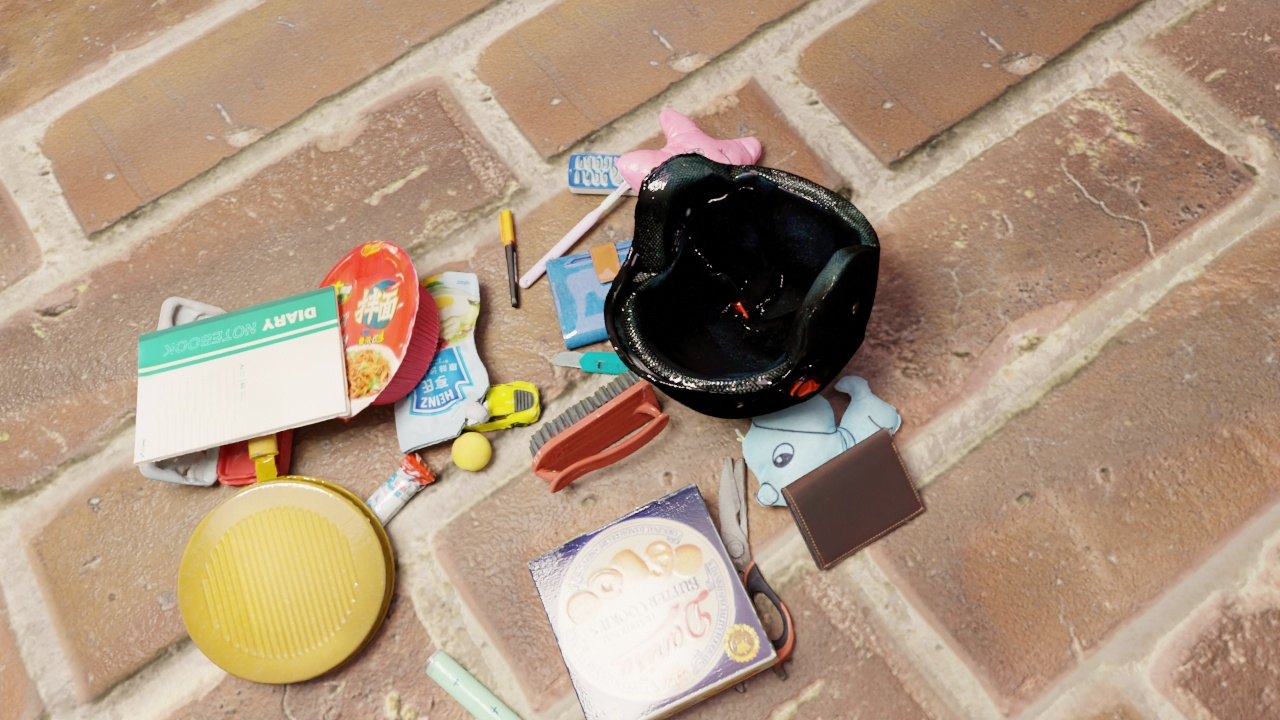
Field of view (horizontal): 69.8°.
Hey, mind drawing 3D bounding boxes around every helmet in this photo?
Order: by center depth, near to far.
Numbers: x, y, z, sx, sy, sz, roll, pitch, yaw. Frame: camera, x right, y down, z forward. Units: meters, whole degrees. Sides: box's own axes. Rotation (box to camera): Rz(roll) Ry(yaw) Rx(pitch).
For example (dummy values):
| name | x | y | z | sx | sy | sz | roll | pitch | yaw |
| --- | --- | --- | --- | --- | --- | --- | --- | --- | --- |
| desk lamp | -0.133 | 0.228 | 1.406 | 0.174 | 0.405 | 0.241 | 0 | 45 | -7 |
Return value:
| name | x | y | z | sx | sy | sz | roll | pitch | yaw |
| --- | --- | --- | --- | --- | --- | --- | --- | --- | --- |
| helmet | 0.099 | -0.055 | 0.881 | 0.274 | 0.230 | 0.233 | -44 | 58 | -13 |

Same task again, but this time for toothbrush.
| name | x | y | z | sx | sy | sz | roll | pitch | yaw |
| --- | --- | --- | --- | --- | --- | --- | --- | --- | --- |
| toothbrush | -0.113 | 0.346 | 0.847 | 0.224 | 0.027 | 0.027 | 35 | 53 | 17 |
| toothbrush | -0.065 | -0.148 | 1.031 | 0.189 | 0.021 | 0.029 | -44 | 111 | -2 |

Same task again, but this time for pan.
| name | x | y | z | sx | sy | sz | roll | pitch | yaw |
| --- | --- | --- | --- | --- | --- | --- | --- | --- | --- |
| pan | -0.362 | 0.136 | 0.906 | 0.197 | 0.078 | 0.357 | -14 | 85 | -9 |

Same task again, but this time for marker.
| name | x | y | z | sx | sy | sz | roll | pitch | yaw |
| --- | --- | --- | --- | --- | --- | --- | --- | --- | --- |
| marker | -0.148 | -0.116 | 1.038 | 0.015 | 0.018 | 0.123 | -9 | 69 | 0 |

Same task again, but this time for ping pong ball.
| name | x | y | z | sx | sy | sz | roll | pitch | yaw |
| --- | --- | --- | --- | --- | --- | --- | --- | --- | --- |
| ping pong ball | -0.174 | 0.094 | 0.945 | 0.040 | 0.040 | 0.040 | -2 | 68 | 4 |

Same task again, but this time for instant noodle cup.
| name | x | y | z | sx | sy | sz | roll | pitch | yaw |
| --- | --- | --- | --- | --- | --- | --- | --- | --- | --- |
| instant noodle cup | -0.277 | -0.024 | 0.959 | 0.194 | 0.065 | 0.193 | -15 | 64 | 32 |

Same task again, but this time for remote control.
| name | x | y | z | sx | sy | sz | roll | pitch | yaw |
| --- | --- | --- | --- | --- | --- | --- | --- | --- | --- |
| remote control | -0.021 | -0.214 | 1.063 | 0.125 | 0.024 | 0.049 | 2 | 69 | 1 |

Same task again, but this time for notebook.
| name | x | y | z | sx | sy | sz | roll | pitch | yaw |
| --- | --- | --- | --- | --- | --- | --- | --- | --- | --- |
| notebook | -0.399 | 0.012 | 0.916 | 0.209 | 0.012 | 0.150 | -14 | 63 | -1 |

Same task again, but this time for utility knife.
| name | x | y | z | sx | sy | sz | roll | pitch | yaw |
| --- | --- | --- | --- | --- | --- | --- | --- | --- | --- |
| utility knife | -0.006 | 0.006 | 0.980 | 0.179 | 0.013 | 0.029 | 4 | 67 | 6 |

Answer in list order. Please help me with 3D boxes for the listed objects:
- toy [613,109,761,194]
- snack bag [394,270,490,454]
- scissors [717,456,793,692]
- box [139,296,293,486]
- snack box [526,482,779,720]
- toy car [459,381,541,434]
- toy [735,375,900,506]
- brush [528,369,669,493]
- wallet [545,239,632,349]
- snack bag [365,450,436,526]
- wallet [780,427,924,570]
| name | x | y | z | sx | sy | sz | roll | pitch | yaw |
| --- | --- | --- | --- | --- | --- | --- | --- | --- | --- |
| toy | 0.052 | -0.185 | 1.008 | 0.178 | 0.075 | 0.194 | 12 | 71 | -17 |
| snack bag | -0.214 | -0.001 | 0.974 | 0.110 | 0.039 | 0.190 | -14 | 62 | 7 |
| scissors | 0.108 | 0.200 | 0.894 | 0.192 | 0.015 | 0.206 | 34 | 75 | 18 |
| box | -0.441 | 0.034 | 0.977 | 0.154 | 0.074 | 0.201 | 4 | 67 | -18 |
| snack box | 0.010 | 0.234 | 0.861 | 0.178 | 0.046 | 0.182 | -26 | 64 | -2 |
| toy car | -0.157 | 0.048 | 0.967 | 0.105 | 0.032 | 0.048 | -8 | 68 | 3 |
| toy | 0.174 | 0.080 | 0.917 | 0.156 | 0.050 | 0.161 | 19 | 72 | 4 |
| brush | -0.045 | 0.076 | 0.929 | 0.145 | 0.063 | 0.069 | -32 | 56 | -7 |
| wallet | -0.030 | -0.077 | 1.004 | 0.133 | 0.040 | 0.106 | -14 | 72 | -2 |
| snack bag | -0.257 | 0.140 | 0.942 | 0.104 | 0.026 | 0.048 | -43 | 63 | -12 |
| wallet | 0.206 | 0.135 | 0.887 | 0.122 | 0.020 | 0.096 | -29 | 102 | -7 |
